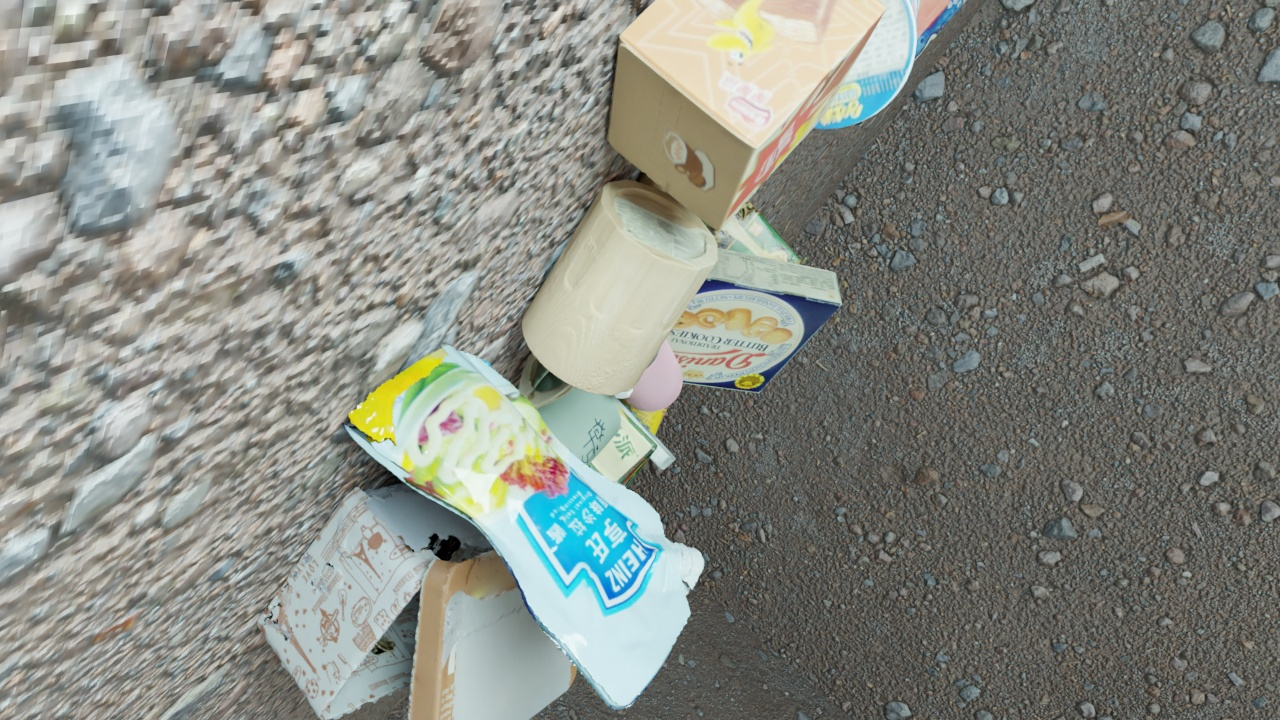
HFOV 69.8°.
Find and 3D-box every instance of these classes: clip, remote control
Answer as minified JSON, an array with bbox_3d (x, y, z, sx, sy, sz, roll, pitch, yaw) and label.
[{"bbox_3d":[-0.089,0.020,0.699,0.103,0.076,0.034,-40,175,-3],"label":"clip"},{"bbox_3d":[-0.016,0.055,0.927,0.019,0.135,0.056,-43,174,0],"label":"remote control"}]

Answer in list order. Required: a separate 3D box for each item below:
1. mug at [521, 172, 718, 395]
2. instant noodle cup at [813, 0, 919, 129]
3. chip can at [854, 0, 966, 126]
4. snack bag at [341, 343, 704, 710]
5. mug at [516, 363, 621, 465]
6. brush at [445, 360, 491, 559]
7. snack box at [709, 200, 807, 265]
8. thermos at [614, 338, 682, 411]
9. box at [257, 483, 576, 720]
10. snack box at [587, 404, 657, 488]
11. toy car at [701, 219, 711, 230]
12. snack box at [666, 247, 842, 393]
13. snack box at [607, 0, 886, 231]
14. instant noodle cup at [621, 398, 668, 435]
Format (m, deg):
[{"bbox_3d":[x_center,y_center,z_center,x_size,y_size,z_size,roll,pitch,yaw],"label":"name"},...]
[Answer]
[{"bbox_3d":[-0.011,-0.056,0.569,0.104,0.084,0.124,-55,-163,34],"label":"mug"},{"bbox_3d":[0.117,-0.200,0.523,0.099,0.099,0.109,-55,180,44],"label":"instant noodle cup"},{"bbox_3d":[0.242,-0.315,0.819,0.215,0.071,0.071,-49,175,9],"label":"chip can"},{"bbox_3d":[-0.051,0.074,0.463,0.039,0.191,0.110,-51,175,27],"label":"snack bag"},{"bbox_3d":[-0.080,0.055,0.755,0.106,0.082,0.112,-45,143,-34],"label":"mug"},{"bbox_3d":[-0.131,0.079,0.661,0.083,0.046,0.255,-38,165,-34],"label":"brush"},{"bbox_3d":[0.109,-0.106,1.004,0.117,0.105,0.118,-50,174,8],"label":"snack box"},{"bbox_3d":[-0.005,0.005,0.821,0.067,0.087,0.198,-6,166,7],"label":"thermos"},{"bbox_3d":[-0.107,0.165,0.595,0.149,0.158,0.181,-51,159,18],"label":"box"},{"bbox_3d":[-0.060,0.094,0.944,0.063,0.114,0.240,-43,172,-19],"label":"snack box"},{"bbox_3d":[0.006,-0.075,0.707,0.155,0.041,0.071,-49,175,-30],"label":"toy car"},{"bbox_3d":[0.080,-0.038,0.935,0.183,0.177,0.045,123,-31,-51],"label":"snack box"},{"bbox_3d":[0.045,-0.132,0.431,0.094,0.077,0.093,-48,175,-14],"label":"snack box"},{"bbox_3d":[-0.012,0.045,1.095,0.123,0.116,0.116,-61,177,-12],"label":"instant noodle cup"}]
